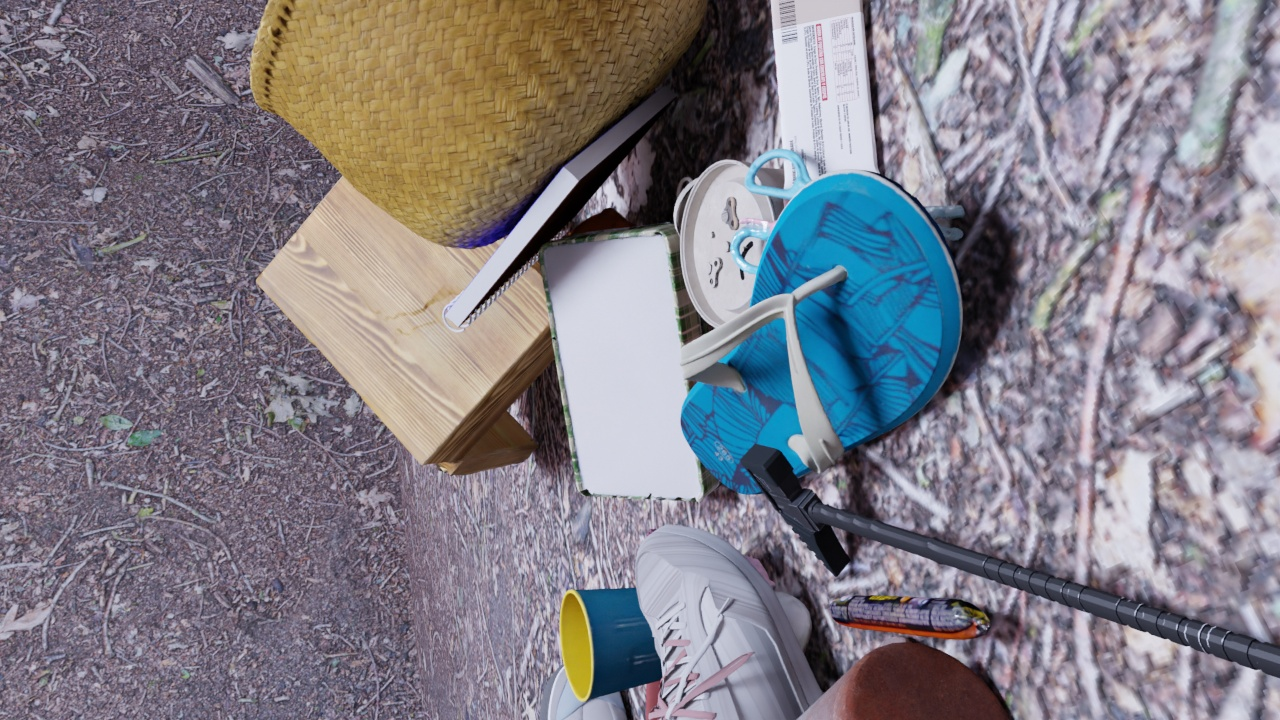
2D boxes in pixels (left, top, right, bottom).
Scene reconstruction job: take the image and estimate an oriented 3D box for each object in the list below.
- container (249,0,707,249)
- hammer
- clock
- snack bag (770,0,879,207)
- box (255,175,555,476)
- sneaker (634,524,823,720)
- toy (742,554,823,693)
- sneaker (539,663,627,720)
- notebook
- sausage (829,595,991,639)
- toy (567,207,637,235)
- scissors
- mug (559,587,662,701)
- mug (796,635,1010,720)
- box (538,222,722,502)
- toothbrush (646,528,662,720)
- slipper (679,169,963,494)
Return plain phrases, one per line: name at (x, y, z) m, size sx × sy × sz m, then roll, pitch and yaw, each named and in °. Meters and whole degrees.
container at (-0.097, -0.231, 0.668) m, size 0.196 × 0.306 × 0.308 m, roll 44°, pitch 156°, yaw -6°
hammer at (0.161, 0.096, 0.391) m, size 0.095 × 0.015 × 0.325 m, roll 53°, pitch 161°, yaw -20°
clock at (0.066, -0.083, 0.592) m, size 0.157 × 0.061 × 0.103 m, roll 48°, pitch 135°, yaw 48°
snack bag at (0.102, -0.166, 0.515) m, size 0.013 × 0.057 × 0.158 m, roll 8°, pitch -104°, yaw -70°
box at (-0.215, -0.040, 1.068) m, size 0.279 × 0.286 × 0.336 m, roll 45°, pitch -173°, yaw 10°
sneaker at (0.044, 0.204, 0.548) m, size 0.099 × 0.089 × 0.236 m, roll -54°, pitch 54°, yaw 33°
toy at (0.083, 0.186, 0.599) m, size 0.079 × 0.038 × 0.122 m, roll -47°, pitch 57°, yaw 51°
sneaker at (-0.016, 0.390, 0.830) m, size 0.161 × 0.093 × 0.256 m, roll -44°, pitch 50°, yaw 52°
notebook at (-0.060, -0.122, 0.716) m, size 0.172 × 0.022 × 0.208 m, roll -43°, pitch 8°, yaw 36°
sausage at (0.132, 0.131, 0.473) m, size 0.155 × 0.020 × 0.020 m, roll 134°, pitch 131°, yaw -72°
toy at (-0.031, -0.074, 0.797) m, size 0.176 × 0.096 × 0.112 m, roll -84°, pitch -2°, yaw -76°
scissors at (0.108, -0.084, 0.485) m, size 0.142 × 0.015 × 0.076 m, roll 2°, pitch 87°, yaw 36°
mug at (0.009, 0.202, 0.681) m, size 0.078 × 0.121 × 0.078 m, roll 177°, pitch 90°, yaw -68°
mug at (0.122, 0.189, 0.456) m, size 0.110 × 0.096 × 0.122 m, roll 120°, pitch 173°, yaw -45°
box at (-0.004, 0.004, 0.686) m, size 0.118 × 0.050 × 0.205 m, roll -4°, pitch 104°, yaw 29°
toothbrush at (0.012, 0.243, 0.821) m, size 0.016 × 0.016 × 0.190 m, roll -156°, pitch 66°, yaw -72°
slipper at (0.078, 0.016, 0.512) m, size 0.118 × 0.060 × 0.296 m, roll 43°, pitch 149°, yaw 8°
